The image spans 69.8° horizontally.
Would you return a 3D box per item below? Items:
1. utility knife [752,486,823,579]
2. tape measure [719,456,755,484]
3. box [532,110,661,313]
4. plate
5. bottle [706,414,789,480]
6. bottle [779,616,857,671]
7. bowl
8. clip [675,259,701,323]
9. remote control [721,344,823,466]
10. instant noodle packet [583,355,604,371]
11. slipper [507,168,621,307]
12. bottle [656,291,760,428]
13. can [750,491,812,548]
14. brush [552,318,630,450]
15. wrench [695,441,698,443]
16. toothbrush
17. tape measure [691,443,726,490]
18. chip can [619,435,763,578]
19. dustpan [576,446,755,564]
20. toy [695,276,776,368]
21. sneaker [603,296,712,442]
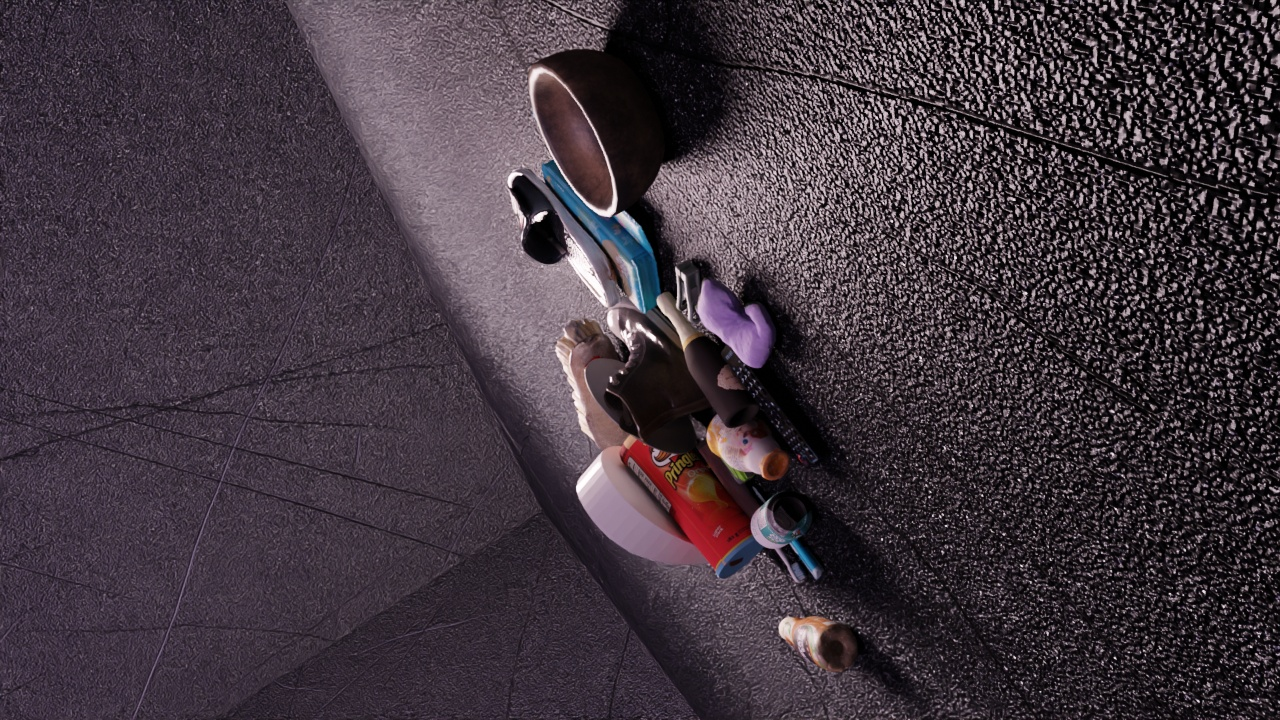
[{"bbox_3d":[0.183,0.213,1.154,0.141,0.015,0.022,53,165,28],"label":"utility knife"},{"bbox_3d":[0.120,0.118,1.130,0.065,0.036,0.059,54,174,5],"label":"tape measure"},{"bbox_3d":[-0.054,-0.184,1.101,0.226,0.039,0.182,50,164,33],"label":"box"},{"bbox_3d":[0.004,0.055,1.216,0.178,0.012,0.178,31,-156,-16],"label":"plate"},{"bbox_3d":[0.121,0.095,1.023,0.109,0.063,0.063,38,155,57],"label":"bottle"},{"bbox_3d":[0.229,0.370,1.223,0.059,0.059,0.167,59,165,0],"label":"bottle"},{"bbox_3d":[-0.038,-0.227,0.892,0.162,0.070,0.162,52,164,22],"label":"bowl"},{"bbox_3d":[0.053,-0.074,0.993,0.037,0.023,0.075,50,161,35],"label":"clip"},{"bbox_3d":[0.139,0.041,0.951,0.150,0.022,0.047,54,164,9],"label":"remote control"},{"bbox_3d":[-0.014,0.041,1.325,0.098,0.040,0.135,19,-167,-38],"label":"instant noodle packet"},{"bbox_3d":[-0.116,-0.156,1.171,0.264,0.063,0.111,47,164,31],"label":"slipper"},{"bbox_3d":[0.069,-0.008,1.032,0.184,0.045,0.045,58,167,30],"label":"bottle"},{"bbox_3d":[0.165,0.190,1.086,0.055,0.054,0.102,55,164,13],"label":"can"},{"bbox_3d":[-0.067,0.045,1.446,0.056,0.083,0.272,47,161,39],"label":"brush"},{"bbox_3d":[0.020,0.070,1.400,0.273,0.010,0.070,47,161,36],"label":"wrench"},{"bbox_3d":[0.147,0.197,1.214,0.222,0.027,0.027,55,-161,11],"label":"toothbrush"},{"bbox_3d":[0.094,0.160,1.283,0.071,0.042,0.072,31,145,46],"label":"tape measure"},{"bbox_3d":[0.068,0.177,1.207,0.213,0.087,0.087,49,162,27],"label":"chip can"},{"bbox_3d":[0.024,0.209,1.285,0.257,0.053,0.191,23,-158,-48],"label":"dustpan"},{"bbox_3d":[0.095,-0.041,0.904,0.099,0.036,0.080,47,152,21],"label":"toy"},{"bbox_3d":[-0.006,0.006,1.155,0.234,0.119,0.095,49,162,41],"label":"sneaker"}]
